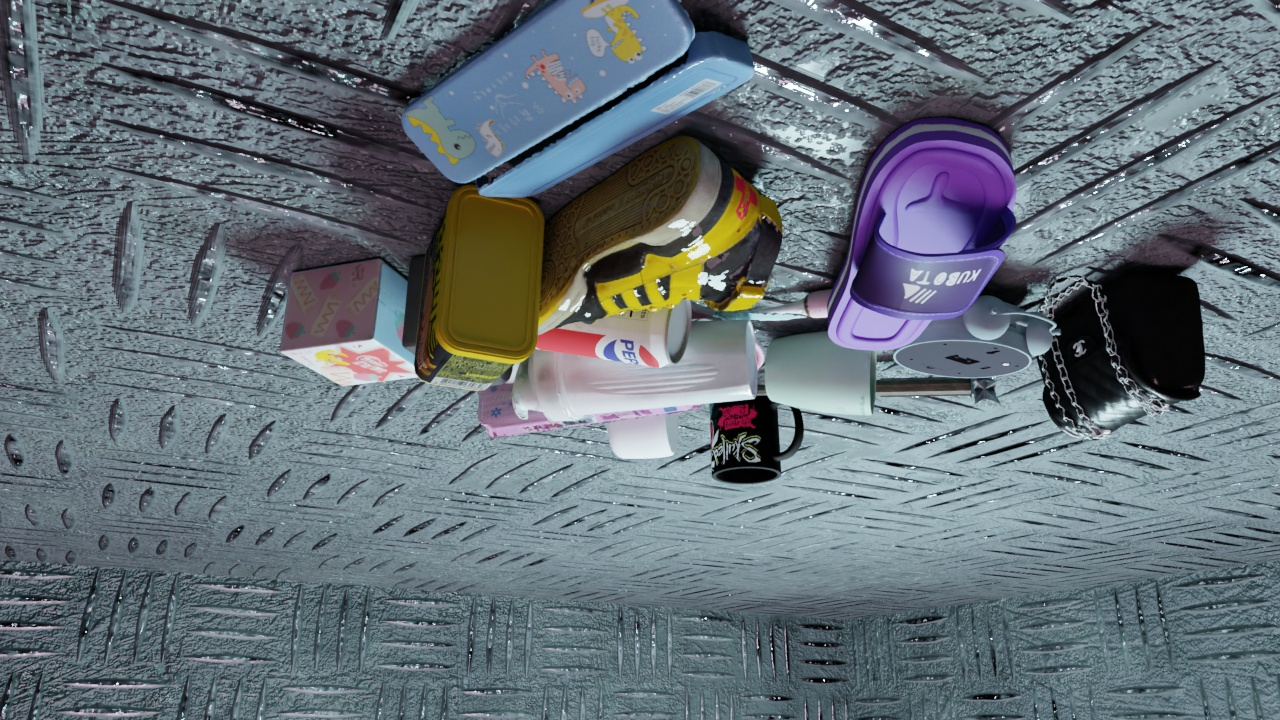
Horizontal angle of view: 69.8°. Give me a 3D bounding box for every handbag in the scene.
[{"bbox_3d":[0.416,0.000,0.832,0.114,0.125,0.154,5,158,-12],"label":"handbag"}]

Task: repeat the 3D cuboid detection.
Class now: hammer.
[{"bbox_3d":[0.221,0.031,1.018,0.317,0.028,0.147,-1,-177,15],"label":"hammer"}]

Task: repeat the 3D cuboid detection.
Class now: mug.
[{"bbox_3d":[0.000,0.056,1.028,0.068,0.094,0.116,-3,136,12],"label":"mug"},{"bbox_3d":[0.139,0.087,1.087,0.118,0.098,0.081,-16,153,35],"label":"mug"},{"bbox_3d":[0.186,0.009,0.935,0.104,0.084,0.111,1,-172,20],"label":"mug"}]

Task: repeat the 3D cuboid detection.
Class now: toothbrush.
[{"bbox_3d":[0.184,-0.055,0.831,0.223,0.026,0.027,-6,139,19],"label":"toothbrush"}]

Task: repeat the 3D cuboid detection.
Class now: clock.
[{"bbox_3d":[0.309,-0.022,0.855,0.122,0.045,0.160,14,163,-23],"label":"clock"}]

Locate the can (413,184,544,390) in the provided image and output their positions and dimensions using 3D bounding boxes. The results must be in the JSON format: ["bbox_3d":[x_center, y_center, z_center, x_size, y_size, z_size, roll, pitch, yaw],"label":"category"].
[{"bbox_3d":[-0.127,-0.050,0.705,0.072,0.130,0.101,10,159,-23],"label":"can"}]

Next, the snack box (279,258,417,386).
[{"bbox_3d":[-0.250,-0.031,0.820,0.095,0.079,0.093,-7,158,16],"label":"snack box"}]

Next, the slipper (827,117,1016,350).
[{"bbox_3d":[0.207,-0.059,0.699,0.107,0.083,0.267,4,152,-1],"label":"slipper"}]

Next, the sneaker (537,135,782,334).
[{"bbox_3d":[0.004,-0.072,0.701,0.122,0.086,0.239,21,147,-34],"label":"sneaker"}]

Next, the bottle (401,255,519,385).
[{"bbox_3d":[-0.152,-0.022,0.838,0.046,0.083,0.174,-6,158,15],"label":"bottle"}]

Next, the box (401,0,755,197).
[{"bbox_3d":[-0.043,-0.155,0.559,0.210,0.043,0.124,-20,152,37],"label":"box"}]

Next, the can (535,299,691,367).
[{"bbox_3d":[-0.029,-0.036,0.780,0.132,0.070,0.070,9,162,20],"label":"can"}]

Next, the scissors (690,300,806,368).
[{"bbox_3d":[0.066,-0.035,0.855,0.177,0.013,0.171,8,153,10],"label":"scissors"}]

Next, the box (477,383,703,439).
[{"bbox_3d":[-0.049,0.035,0.944,0.230,0.084,0.071,-9,144,9],"label":"box"}]

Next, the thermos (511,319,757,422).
[{"bbox_3d":[-0.005,0.005,0.849,0.221,0.099,0.099,-4,158,14],"label":"thermos"}]
